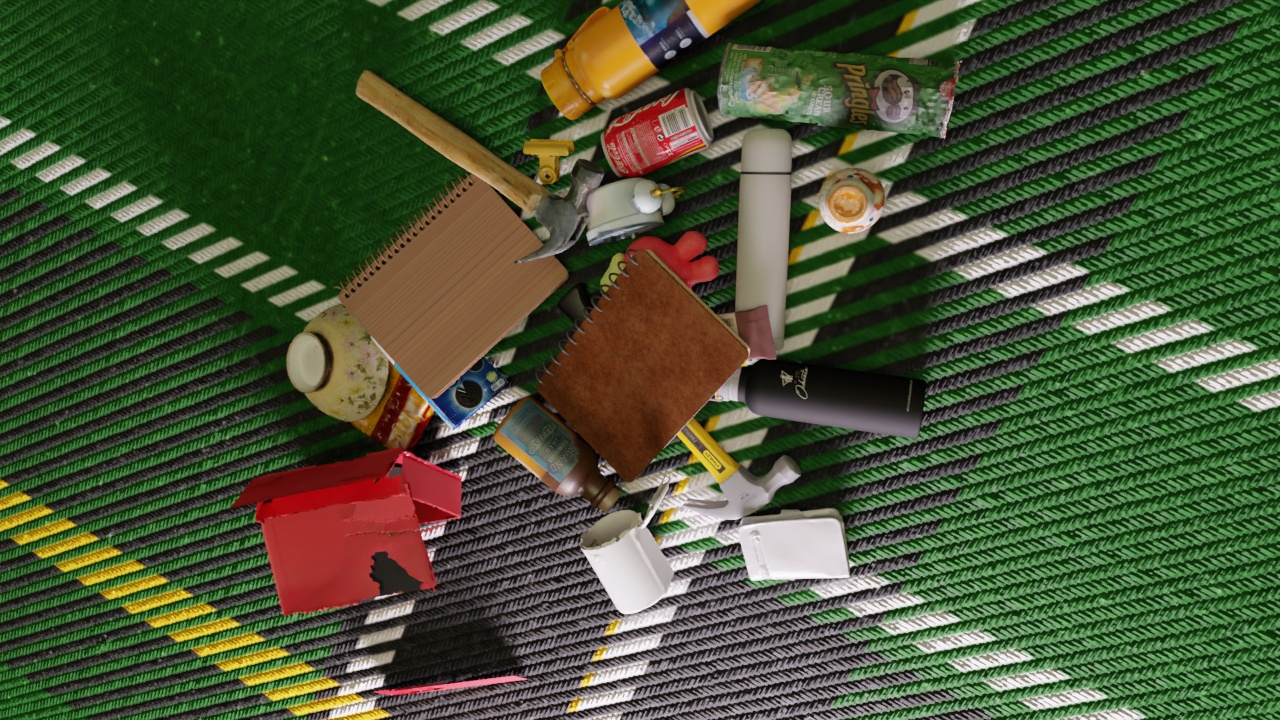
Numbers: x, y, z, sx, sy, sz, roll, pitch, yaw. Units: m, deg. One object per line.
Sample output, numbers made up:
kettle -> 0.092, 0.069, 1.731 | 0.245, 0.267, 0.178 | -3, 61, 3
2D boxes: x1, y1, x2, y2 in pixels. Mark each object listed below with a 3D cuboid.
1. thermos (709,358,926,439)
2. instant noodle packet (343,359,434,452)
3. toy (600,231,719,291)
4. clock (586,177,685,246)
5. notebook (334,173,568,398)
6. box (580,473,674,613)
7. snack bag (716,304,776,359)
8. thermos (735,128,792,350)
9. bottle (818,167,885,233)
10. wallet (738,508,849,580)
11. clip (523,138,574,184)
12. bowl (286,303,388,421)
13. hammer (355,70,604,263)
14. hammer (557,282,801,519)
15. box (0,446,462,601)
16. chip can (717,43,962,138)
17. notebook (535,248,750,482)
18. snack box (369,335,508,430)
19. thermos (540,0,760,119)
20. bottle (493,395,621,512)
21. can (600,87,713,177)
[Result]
thermos -> 0.175, 0.034, 0.960 | 0.231, 0.061, 0.061 | 8, 104, 14
instant noodle packet -> -0.294, 0.043, 1.110 | 0.098, 0.039, 0.136 | 32, 110, 6
toy -> 0.020, -0.090, 0.985 | 0.135, 0.045, 0.091 | -19, 98, 25
clock -> -0.008, -0.158, 0.960 | 0.118, 0.083, 0.057 | -16, 91, 20
notebook -> -0.213, -0.088, 1.029 | 0.210, 0.022, 0.169 | -42, 88, -1
box -> 0.006, 0.203, 1.025 | 0.143, 0.083, 0.137 | -23, 107, 28
snack bag -> 0.066, -0.020, 0.964 | 0.158, 0.013, 0.057 | -8, 96, 33
thermos -> 0.126, -0.123, 0.944 | 0.052, 0.052, 0.224 | 4, 103, 15
bottle -> 0.203, -0.154, 0.885 | 0.063, 0.109, 0.063 | 4, 103, 16
wallet -> 0.170, 0.205, 1.018 | 0.116, 0.032, 0.086 | -4, 111, 15
clip -> -0.101, -0.218, 1.002 | 0.054, 0.044, 0.049 | 5, 78, 13
bowl -> -0.371, 0.003, 1.087 | 0.145, 0.063, 0.145 | 1, 91, 34
hammer -> -0.189, -0.223, 0.990 | 0.330, 0.033, 0.132 | 36, 119, 20
hammer -> 0.024, 0.045, 1.025 | 0.323, 0.029, 0.127 | 47, 110, 3
box -> -0.389, 0.173, 0.921 | 0.216, 0.510, 0.141 | -12, 83, 17
chip can -> 0.186, -0.262, 0.885 | 0.223, 0.075, 0.075 | 9, 104, 14
notebook -> -0.006, 0.006, 0.988 | 0.167, 0.024, 0.226 | 45, 123, 8
snack box -> -0.235, 0.000, 1.064 | 0.150, 0.027, 0.082 | 46, 67, 2
thermos -> 0.008, -0.334, 0.926 | 0.233, 0.091, 0.076 | -30, 124, 20
bottle -> -0.090, 0.113, 1.051 | 0.157, 0.067, 0.068 | 40, 109, 5
can -> 0.017, -0.232, 0.945 | 0.105, 0.064, 0.064 | -19, 96, 19
